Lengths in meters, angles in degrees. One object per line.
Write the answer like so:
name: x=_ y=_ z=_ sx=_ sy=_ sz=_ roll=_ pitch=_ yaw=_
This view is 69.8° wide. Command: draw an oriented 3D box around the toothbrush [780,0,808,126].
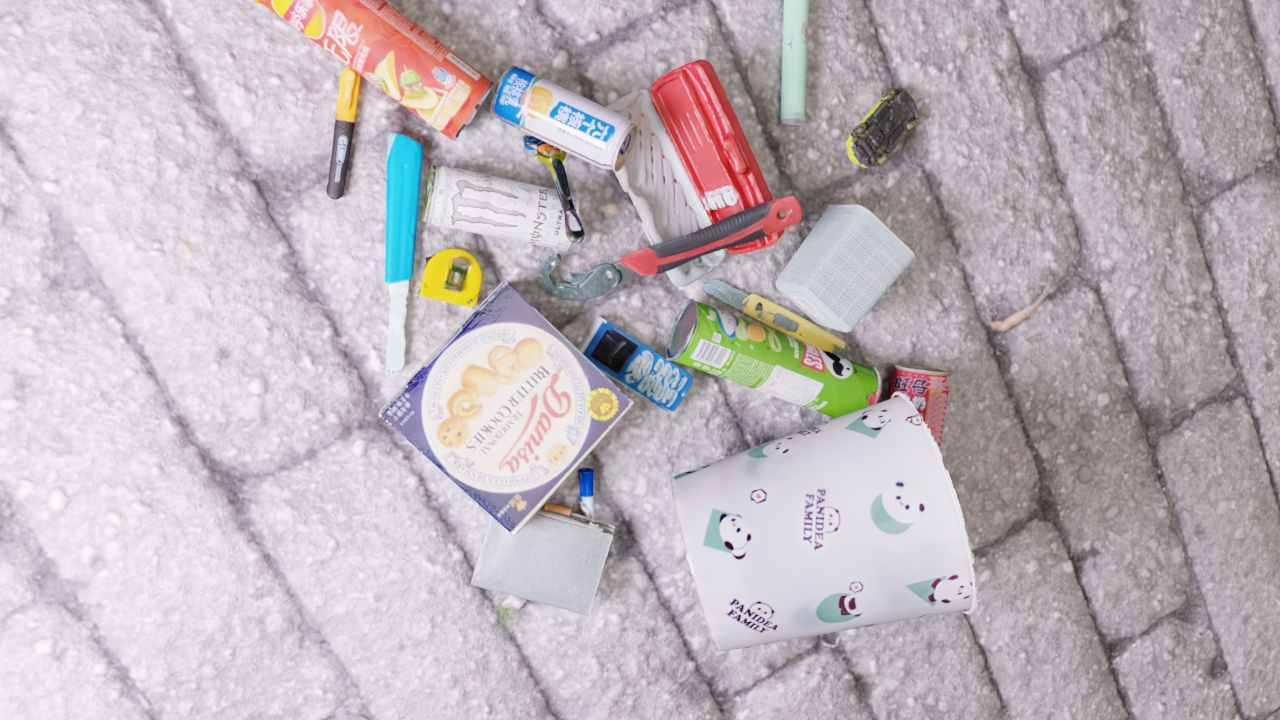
toothbrush: x=0.165 y=-0.362 z=0.971 sx=0.026 sy=0.027 sz=0.224 roll=-11 pitch=104 yaw=-55

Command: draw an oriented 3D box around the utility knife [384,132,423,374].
utility knife: x=-0.235 y=-0.101 z=0.894 sx=0.034 sy=0.018 sz=0.234 roll=3 pitch=96 yaw=-18

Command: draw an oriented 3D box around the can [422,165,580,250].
can: x=-0.135 y=-0.149 z=0.896 sx=0.146 sy=0.058 sz=0.058 roll=9 pitch=95 yaw=-18

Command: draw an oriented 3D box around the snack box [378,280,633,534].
snack box: x=-0.131 y=0.046 z=0.918 sx=0.182 sy=0.046 sz=0.178 roll=43 pitch=84 yaw=-7

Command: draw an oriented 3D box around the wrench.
wrench: x=0.029 y=-0.112 z=0.924 sx=0.273 sy=0.016 sz=0.056 roll=-15 pitch=121 yaw=7

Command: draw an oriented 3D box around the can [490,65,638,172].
can: x=-0.072 y=-0.230 z=0.878 sx=0.134 sy=0.053 sz=0.053 roll=27 pitch=89 yaw=8

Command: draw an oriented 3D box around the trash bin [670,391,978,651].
trash bin: x=0.175 y=0.174 z=0.934 sx=0.252 sy=0.229 sz=0.229 roll=-15 pitch=102 yaw=3

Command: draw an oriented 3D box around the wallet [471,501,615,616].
wallet: x=-0.101 y=0.201 z=0.966 sx=0.129 sy=0.037 sz=0.106 roll=17 pitch=92 yaw=-6

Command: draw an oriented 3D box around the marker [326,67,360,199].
marker: x=-0.281 y=-0.214 z=0.867 sx=0.018 sy=0.015 sz=0.124 roll=9 pitch=97 yaw=-13

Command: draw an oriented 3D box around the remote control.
remote control: x=-0.006 y=0.006 z=0.974 sx=0.125 sy=0.024 sz=0.049 roll=33 pitch=88 yaw=-15

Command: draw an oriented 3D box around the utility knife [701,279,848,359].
utility knife: x=0.154 y=-0.044 z=1.023 sx=0.201 sy=0.021 sz=0.031 roll=25 pitch=84 yaw=-14

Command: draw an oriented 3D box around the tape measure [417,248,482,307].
tape measure: x=-0.185 y=-0.082 z=0.907 sx=0.060 sy=0.029 sz=0.057 roll=13 pitch=93 yaw=-18

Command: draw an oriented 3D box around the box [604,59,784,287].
box: x=0.049 y=-0.184 z=0.925 sx=0.099 sy=0.110 sz=0.201 roll=-40 pitch=110 yaw=-38

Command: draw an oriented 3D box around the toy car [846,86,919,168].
toy car: x=0.266 y=-0.256 z=1.013 sx=0.048 sy=0.032 sz=0.105 roll=47 pitch=72 yaw=-17

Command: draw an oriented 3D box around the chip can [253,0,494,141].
chip can: x=-0.240 y=-0.292 z=0.838 sx=0.216 sy=0.073 sz=0.073 roll=33 pitch=88 yaw=-18

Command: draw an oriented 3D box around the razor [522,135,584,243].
razor: x=-0.078 y=-0.170 z=0.883 sx=0.042 sy=0.022 sz=0.142 roll=-6 pitch=58 yaw=-21

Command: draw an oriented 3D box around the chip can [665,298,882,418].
chip can: x=0.145 y=0.004 z=0.993 sx=0.236 sy=0.072 sz=0.072 roll=19 pitch=92 yaw=-18

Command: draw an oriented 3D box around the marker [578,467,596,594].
marker: x=-0.057 y=0.188 z=0.990 sx=0.017 sy=0.017 sz=0.146 roll=-3 pitch=99 yaw=-16

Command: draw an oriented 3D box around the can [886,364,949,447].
can: x=0.316 y=0.054 z=1.053 sx=0.066 sy=0.066 sz=0.094 roll=5 pitch=97 yaw=-17

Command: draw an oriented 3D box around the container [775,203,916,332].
container: x=0.217 y=-0.098 z=0.993 sx=0.090 sy=0.090 sz=0.111 roll=38 pitch=89 yaw=-18
